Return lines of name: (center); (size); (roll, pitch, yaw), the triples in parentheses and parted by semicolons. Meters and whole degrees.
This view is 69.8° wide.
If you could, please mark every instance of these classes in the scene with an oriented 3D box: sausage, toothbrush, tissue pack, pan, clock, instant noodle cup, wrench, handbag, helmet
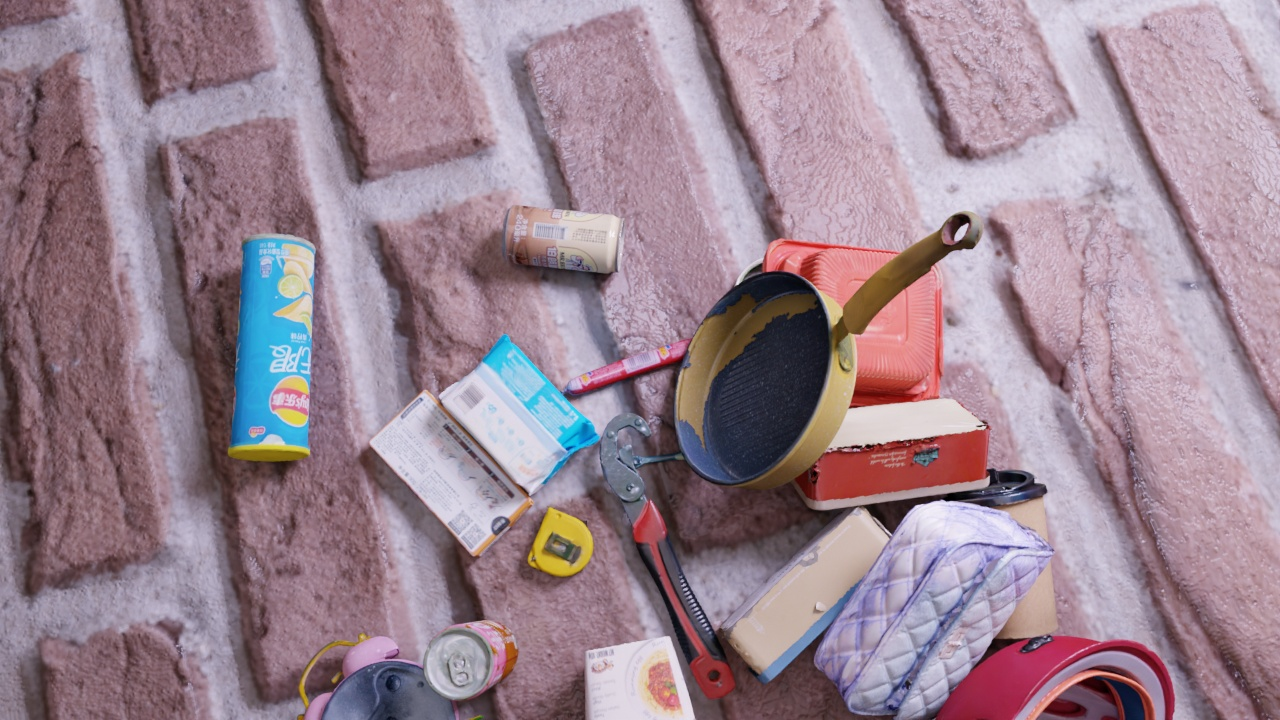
sausage: (-0.005, 0.005, 0.900); (0.156, 0.020, 0.020); (-18, 77, -4)
toothbrush: (0.065, 0.088, 0.879); (0.191, 0.018, 0.016); (-7, 77, 0)
tissue pack: (-0.115, 0.051, 0.867); (0.090, 0.063, 0.140); (-44, 78, -6)
pan: (0.141, -0.016, 0.749); (0.078, 0.359, 0.197); (20, 56, -33)
clock: (-0.230, 0.311, 0.807); (0.158, 0.060, 0.117); (33, 80, 7)
instant noodle cup: (0.000, 0.309, 0.783); (0.116, 0.117, 0.124); (-11, 65, -2)
instant noodle cup: (0.211, -0.037, 0.871); (0.188, 0.079, 0.164); (4, 79, -10)
wrench: (0.022, 0.180, 0.850); (0.056, 0.016, 0.273); (-20, 82, -3)
handbag: (0.241, 0.213, 0.759); (0.134, 0.075, 0.194); (11, 115, -32)
helmet: (0.316, 0.325, 0.741); (0.206, 0.144, 0.240); (13, 87, -24)

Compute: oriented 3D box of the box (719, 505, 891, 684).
box: (0.143, 0.209, 0.813); (0.184, 0.090, 0.060); (-43, 80, -7)

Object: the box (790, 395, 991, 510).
box: (0.219, 0.073, 0.824); (0.168, 0.091, 0.076); (-6, 109, -6)

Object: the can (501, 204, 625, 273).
can: (-0.076, -0.120, 0.911); (0.116, 0.058, 0.058); (6, 76, 2)

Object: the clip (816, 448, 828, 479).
clip: (0.179, 0.108, 0.876); (0.033, 0.013, 0.054); (-6, 76, -2)

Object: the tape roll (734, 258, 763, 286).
tape roll: (0.136, -0.062, 0.918); (0.086, 0.014, 0.085); (0, 76, 0)

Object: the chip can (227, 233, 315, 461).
chip can: (-0.352, -0.012, 0.881); (0.071, 0.071, 0.210); (-3, 76, 0)

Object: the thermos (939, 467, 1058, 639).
thermos: (0.327, 0.171, 0.825); (0.093, 0.093, 0.143); (-11, 85, -2)

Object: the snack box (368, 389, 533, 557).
snack box: (-0.180, 0.107, 0.873); (0.075, 0.026, 0.154); (-44, 79, -9)

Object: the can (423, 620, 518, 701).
can: (-0.140, 0.250, 0.774); (0.058, 0.147, 0.058); (0, 76, 0)

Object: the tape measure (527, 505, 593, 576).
tape measure: (-0.073, 0.172, 0.854); (0.057, 0.029, 0.060); (22, 78, 5)
